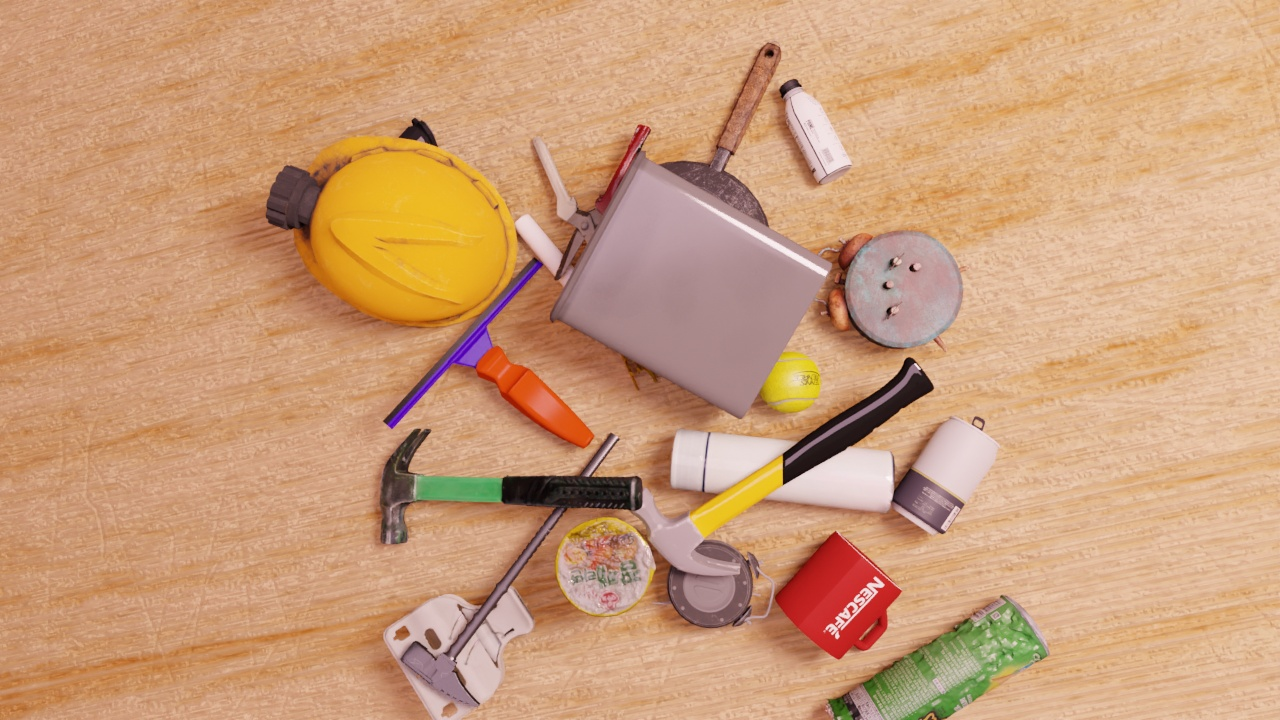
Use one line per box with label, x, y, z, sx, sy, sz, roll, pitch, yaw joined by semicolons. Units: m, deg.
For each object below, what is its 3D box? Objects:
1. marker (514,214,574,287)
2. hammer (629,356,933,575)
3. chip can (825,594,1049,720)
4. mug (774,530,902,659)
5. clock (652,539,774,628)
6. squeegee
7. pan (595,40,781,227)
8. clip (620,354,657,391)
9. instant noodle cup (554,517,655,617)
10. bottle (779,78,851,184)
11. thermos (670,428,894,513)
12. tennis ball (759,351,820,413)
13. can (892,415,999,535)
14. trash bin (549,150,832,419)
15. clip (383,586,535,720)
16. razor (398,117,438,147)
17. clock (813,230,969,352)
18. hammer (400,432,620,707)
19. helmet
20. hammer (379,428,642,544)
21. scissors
marker;-0.094;-0.107;1.037;0.027;0.023;0.133;-43;82;24
hammer;0.148;0.106;0.921;0.324;0.029;0.127;-35;92;12
chip can;0.302;0.324;0.934;0.223;0.075;0.075;-33;83;4
mug;0.214;0.250;0.951;0.116;0.080;0.096;41;93;-21
clock;0.080;0.239;0.982;0.123;0.043;0.091;12;88;8
squeegee;-0.128;0.034;1.017;0.185;0.055;0.249;38;75;8
pan;0.075;-0.195;1.014;0.208;0.040;0.357;24;91;8
clip;-0.007;0.006;1.011;0.046;0.048;0.054;-29;82;46
instant noodle cup;-0.029;0.210;0.966;0.102;0.108;0.102;-1;86;8
bottle;0.186;-0.252;0.999;0.041;0.041;0.116;-26;84;5
thermos;0.147;0.116;0.970;0.230;0.068;0.068;5;87;8
tennis ball;0.158;0.023;0.973;0.065;0.065;0.065;0;86;7
can;0.317;0.114;0.948;0.064;0.064;0.127;34;91;8
trash bin;0.049;-0.076;0.939;0.220;0.097;0.192;29;99;-4
clip;-0.191;0.310;1.013;0.150;0.110;0.126;-31;83;-28
razor;-0.278;-0.199;1.053;0.060;0.057;0.156;30;92;-34
clock;0.256;-0.076;0.963;0.158;0.073;0.121;15;89;9
hammer;-0.118;0.214;0.989;0.095;0.015;0.324;36;78;5
helmet;-0.263;-0.131;0.975;0.255;0.131;0.205;20;101;-5
hammer;-0.146;0.138;0.983;0.319;0.032;0.130;-2;82;25
scissors;-0.067;-0.189;1.023;0.179;0.015;0.199;34;92;23
